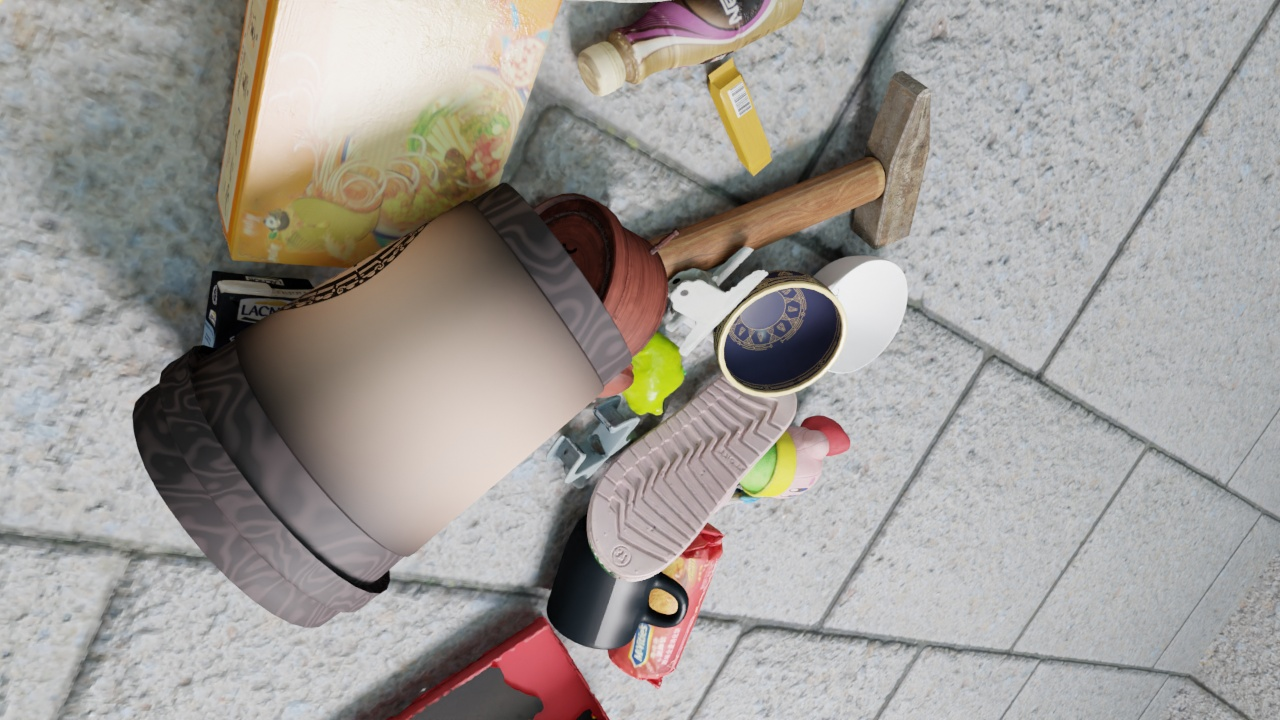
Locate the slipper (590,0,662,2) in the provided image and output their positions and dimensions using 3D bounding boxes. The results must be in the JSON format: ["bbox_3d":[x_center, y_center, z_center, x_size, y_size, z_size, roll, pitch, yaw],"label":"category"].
[{"bbox_3d":[-0.037,-0.280,0.565,0.262,0.052,0.115,-13,120,-16],"label":"slipper"}]

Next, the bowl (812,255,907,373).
[{"bbox_3d":[0.189,-0.050,0.857,0.114,0.050,0.115,-17,124,-27],"label":"bowl"}]

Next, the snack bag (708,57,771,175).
[{"bbox_3d":[0.078,-0.189,0.718,0.026,0.020,0.099,-38,132,-5],"label":"snack bag"}]

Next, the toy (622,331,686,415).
[{"bbox_3d":[-0.005,0.004,0.764,0.093,0.036,0.094,-7,113,-26],"label":"toy"}]

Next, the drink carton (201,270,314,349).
[{"bbox_3d":[-0.249,0.009,0.591,0.064,0.040,0.130,3,114,-37],"label":"drink carton"}]

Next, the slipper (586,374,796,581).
[{"bbox_3d":[0.042,0.094,0.808,0.238,0.094,0.065,-42,171,-23],"label":"slipper"}]

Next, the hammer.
[{"bbox_3d":[0.108,-0.122,0.753,0.300,0.037,0.158,-24,141,-17],"label":"hammer"}]

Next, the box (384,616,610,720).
[{"bbox_3d":[-0.100,0.353,0.706,0.216,0.352,0.198,-31,92,-14],"label":"box"}]

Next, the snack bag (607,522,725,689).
[{"bbox_3d":[0.021,0.224,0.885,0.082,0.082,0.177,5,113,-37],"label":"snack bag"}]

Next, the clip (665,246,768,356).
[{"bbox_3d":[0.051,-0.048,0.728,0.102,0.056,0.056,-47,171,26],"label":"clip"}]

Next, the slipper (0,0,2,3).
[{"bbox_3d":[-0.277,-0.238,0.386,0.263,0.099,0.078,-58,142,1],"label":"slipper"}]

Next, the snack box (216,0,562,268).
[{"bbox_3d":[-0.148,-0.151,0.522,0.145,0.080,0.196,1,130,-35],"label":"snack box"}]

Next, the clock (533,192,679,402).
[{"bbox_3d":[-0.046,-0.037,0.655,0.072,0.121,0.158,20,95,-49],"label":"clock"}]

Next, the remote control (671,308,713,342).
[{"bbox_3d":[0.078,-0.027,0.818,0.131,0.012,0.033,31,96,-42],"label":"remote control"}]

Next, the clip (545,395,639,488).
[{"bbox_3d":[-0.022,0.055,0.728,0.112,0.028,0.163,-40,171,-9],"label":"clip"}]

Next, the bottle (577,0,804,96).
[{"bbox_3d":[0.033,-0.232,0.635,0.166,0.059,0.060,-31,130,-14],"label":"bottle"}]

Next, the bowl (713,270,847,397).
[{"bbox_3d":[0.112,-0.032,0.784,0.112,0.061,0.113,-7,126,-10],"label":"bowl"}]

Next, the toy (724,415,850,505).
[{"bbox_3d":[0.116,0.093,0.889,0.131,0.096,0.124,-17,164,-36],"label":"toy"}]

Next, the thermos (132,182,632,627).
[{"bbox_3d":[-0.133,0.016,0.522,0.226,0.172,0.173,-36,131,-6],"label":"thermos"}]

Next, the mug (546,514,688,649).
[{"bbox_3d":[-0.015,0.200,0.817,0.085,0.122,0.095,-38,148,-68],"label":"mug"}]
